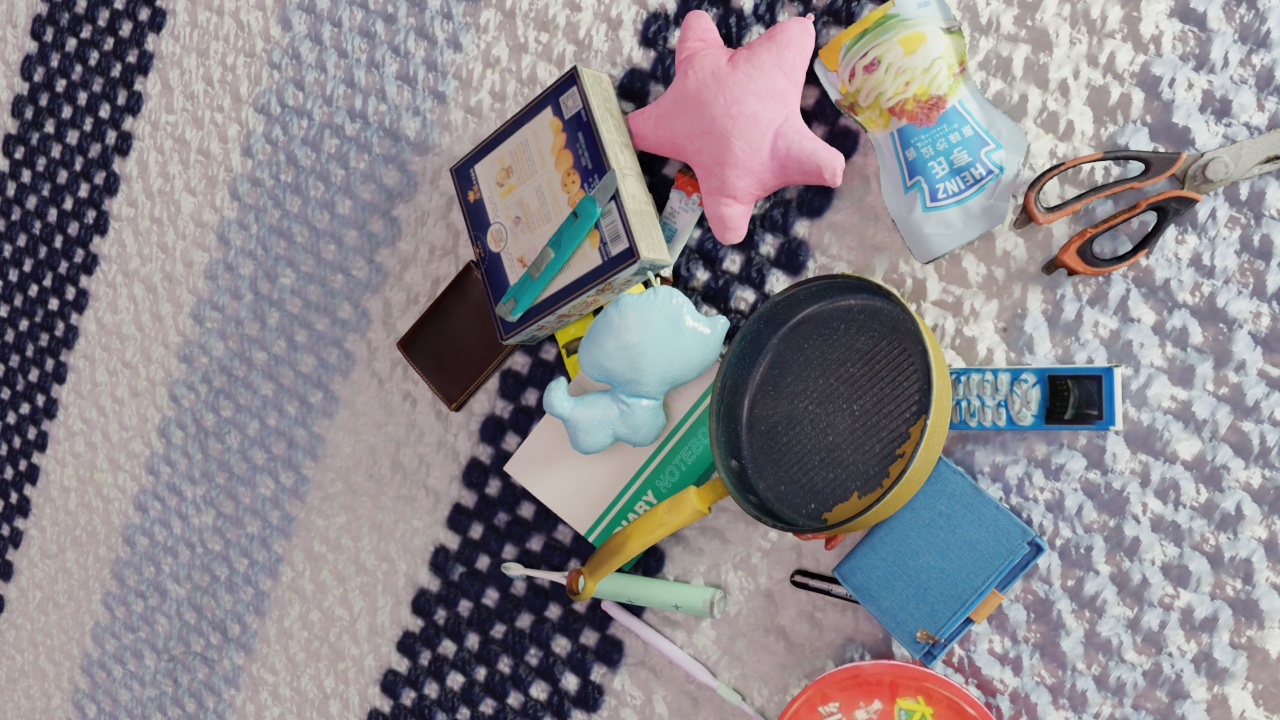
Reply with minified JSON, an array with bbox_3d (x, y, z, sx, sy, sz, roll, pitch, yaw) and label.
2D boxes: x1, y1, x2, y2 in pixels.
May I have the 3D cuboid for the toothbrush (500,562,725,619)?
[{"bbox_3d":[-0.031,0.206,0.841,0.225,0.026,0.027,3,138,24],"label":"toothbrush"}]

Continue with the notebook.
[{"bbox_3d":[-0.007,0.069,0.812,0.150,0.012,0.209,39,108,2],"label":"notebook"}]

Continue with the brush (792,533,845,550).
[{"bbox_3d":[0.171,0.090,0.728,0.069,0.063,0.146,33,109,-12],"label":"brush"}]

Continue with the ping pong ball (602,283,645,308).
[{"bbox_3d":[-0.014,-0.054,0.810,0.040,0.040,0.040,1,94,24],"label":"ping pong ball"}]

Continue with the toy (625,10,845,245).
[{"bbox_3d":[0.085,-0.195,0.734,0.194,0.074,0.179,47,112,21],"label":"toy"}]

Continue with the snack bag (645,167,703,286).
[{"bbox_3d":[0.029,-0.114,0.794,0.048,0.026,0.104,32,106,25],"label":"snack bag"}]

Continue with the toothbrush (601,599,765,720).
[{"bbox_3d":[0.039,0.273,0.819,0.189,0.029,0.021,34,65,20],"label":"toothbrush"}]

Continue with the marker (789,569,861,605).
[{"bbox_3d":[0.183,0.192,0.750,0.124,0.015,0.018,9,92,23],"label":"marker"}]

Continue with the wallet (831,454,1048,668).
[{"bbox_3d":[0.229,0.154,0.709,0.106,0.040,0.133,44,103,26],"label":"wallet"}]

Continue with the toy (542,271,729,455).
[{"bbox_3d":[-0.004,0.004,0.761,0.161,0.049,0.156,-6,116,0],"label":"toy"}]

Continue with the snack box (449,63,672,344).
[{"bbox_3d":[-0.076,-0.129,0.801,0.183,0.045,0.178,-26,76,38],"label":"snack box"}]

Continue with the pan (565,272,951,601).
[{"bbox_3d":[0.075,0.082,0.712,0.358,0.078,0.197,-47,46,24],"label":"pan"}]

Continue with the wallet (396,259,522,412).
[{"bbox_3d":[-0.173,-0.022,0.896,0.122,0.020,0.096,-45,81,19],"label":"wallet"}]

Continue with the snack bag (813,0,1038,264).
[{"bbox_3d":[0.219,-0.180,0.701,0.110,0.038,0.191,-28,82,12],"label":"snack bag"}]

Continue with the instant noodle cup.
[{"bbox_3d":[0.190,0.326,0.711,0.194,0.066,0.193,-1,83,10],"label":"instant noodle cup"}]

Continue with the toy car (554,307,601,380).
[{"bbox_3d":[-0.050,-0.006,0.834,0.048,0.032,0.105,-22,82,24],"label":"toy car"}]

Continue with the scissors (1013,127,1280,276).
[{"bbox_3d":[0.384,-0.114,0.636,0.207,0.015,0.192,21,112,8],"label":"scissors"}]

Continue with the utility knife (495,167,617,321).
[{"bbox_3d":[-0.072,-0.091,0.761,0.180,0.013,0.029,-47,65,31],"label":"utility knife"}]

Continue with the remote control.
[{"bbox_3d":[0.291,0.028,0.687,0.125,0.024,0.049,-1,93,23],"label":"remote control"}]
